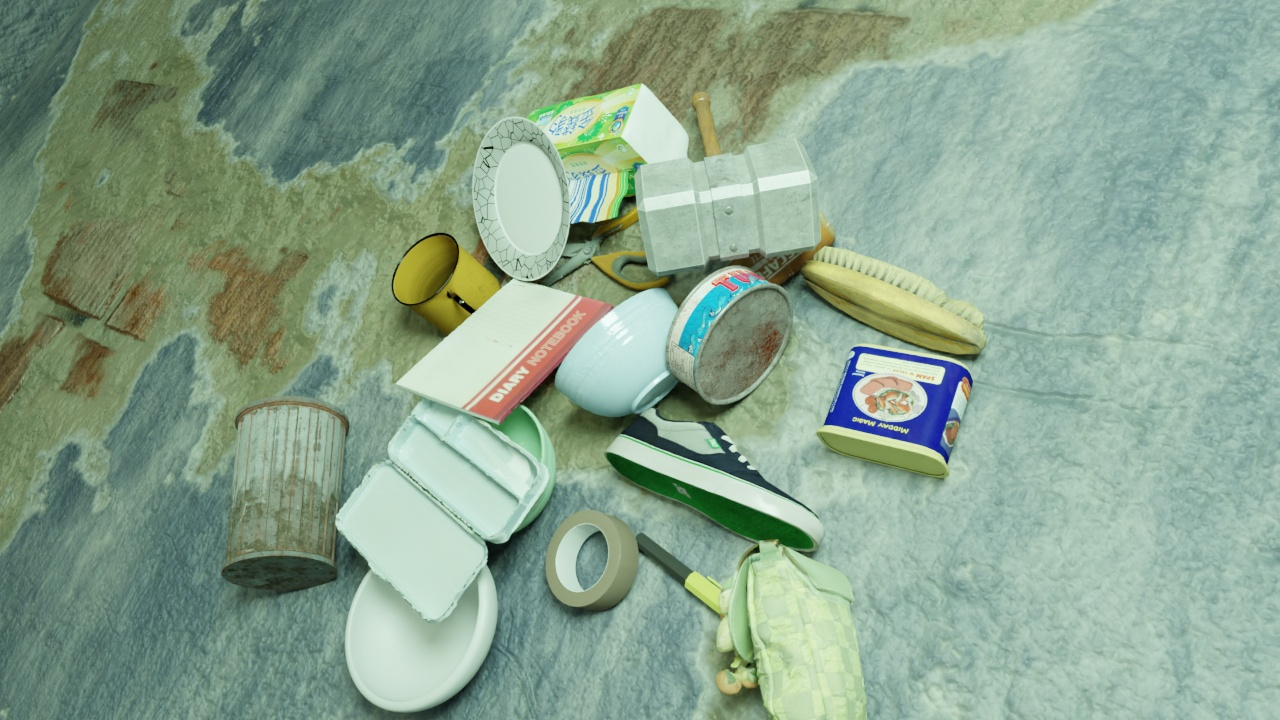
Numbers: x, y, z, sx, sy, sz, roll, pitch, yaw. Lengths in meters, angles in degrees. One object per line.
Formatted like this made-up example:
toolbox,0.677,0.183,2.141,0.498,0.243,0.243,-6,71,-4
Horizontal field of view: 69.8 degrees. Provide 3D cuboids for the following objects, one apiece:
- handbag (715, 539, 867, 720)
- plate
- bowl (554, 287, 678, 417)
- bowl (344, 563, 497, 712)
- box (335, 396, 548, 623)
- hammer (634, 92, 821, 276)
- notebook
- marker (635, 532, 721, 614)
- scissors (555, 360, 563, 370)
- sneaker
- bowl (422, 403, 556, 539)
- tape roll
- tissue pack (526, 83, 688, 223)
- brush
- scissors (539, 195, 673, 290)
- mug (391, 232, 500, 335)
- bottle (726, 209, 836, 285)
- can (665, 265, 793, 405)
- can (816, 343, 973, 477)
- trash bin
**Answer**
handbag,0.115,0.240,0.742,0.117,0.113,0.186,-22,56,27
plate,-0.137,-0.189,1.080,0.189,0.016,0.189,16,112,44
bowl,-0.006,0.005,0.927,0.150,0.150,0.075,-42,74,3
bowl,-0.213,0.269,0.937,0.177,0.066,0.176,-13,59,23
box,-0.206,0.141,0.931,0.209,0.037,0.189,26,82,39
hammer,0.077,-0.216,0.961,0.163,0.083,0.317,-9,37,4
notebook,-0.147,-0.017,1.017,0.153,0.012,0.208,16,47,31
marker,0.041,0.198,0.864,0.124,0.017,0.021,31,81,39
scissors,-0.090,-0.034,1.062,0.144,0.019,0.126,9,65,27
sneaker,0.076,0.103,0.860,0.235,0.084,0.079,21,63,37
bowl,-0.148,0.124,0.973,0.151,0.077,0.150,-14,58,23
tape roll,-0.048,0.195,0.897,0.094,0.030,0.093,-17,61,32
tissue pack,-0.058,-0.222,1.074,0.198,0.120,0.141,-3,61,48
brush,0.237,-0.058,0.866,0.195,0.059,0.043,29,72,35
scissors,-0.040,-0.146,1.098,0.226,0.016,0.216,12,72,36
mug,-0.228,-0.083,1.119,0.100,0.094,0.124,-49,50,-2
bottle,0.121,-0.096,0.951,0.167,0.059,0.059,-39,52,6
can,0.087,-0.024,0.886,0.044,0.130,0.130,37,85,38
can,0.228,0.042,0.818,0.116,0.056,0.092,12,70,34
trash bin,-0.415,0.148,1.080,0.131,0.131,0.210,-19,58,20
